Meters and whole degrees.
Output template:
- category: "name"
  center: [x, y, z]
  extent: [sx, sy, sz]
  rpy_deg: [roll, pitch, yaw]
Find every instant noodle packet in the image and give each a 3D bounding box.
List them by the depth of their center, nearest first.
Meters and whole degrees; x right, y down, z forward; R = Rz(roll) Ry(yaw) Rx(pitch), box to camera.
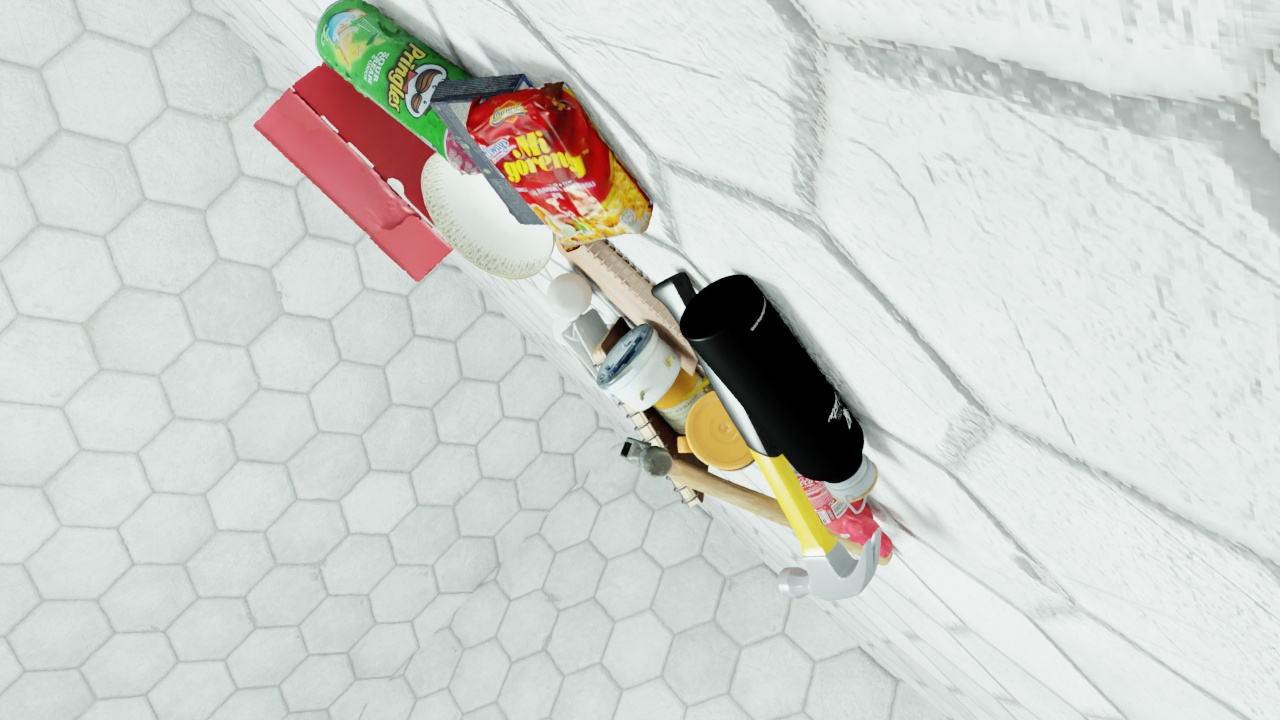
- category: "instant noodle packet"
  center: [-0.057, -0.136, 0.655]
  extent: [0.099, 0.039, 0.135]
  rpy_deg: [4, 144, 43]

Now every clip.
- category: "clip"
  center: [0.077, 0.031, 0.989]
  extent: [0.049, 0.054, 0.044]
  rpy_deg: [7, -133, -59]

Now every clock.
- category: "clock"
  center: [-0.006, 0.006, 0.954]
  extent: [0.057, 0.083, 0.118]
  rpy_deg: [39, 176, -18]

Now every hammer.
- category: "hammer"
  center: [0.103, 0.070, 0.787]
  extent: [0.127, 0.029, 0.323]
  rpy_deg: [-18, 105, 51]
- category: "hammer"
  center: [0.128, 0.153, 0.982]
  extent: [0.330, 0.033, 0.132]
  rpy_deg: [24, 174, -17]

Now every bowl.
- category: "bowl"
  center: [-0.130, -0.152, 0.866]
  extent: [0.145, 0.063, 0.145]
  rpy_deg: [21, 140, 18]

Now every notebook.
- category: "notebook"
  center: [-0.013, -0.073, 0.958]
  extent: [0.210, 0.022, 0.169]
  rpy_deg: [43, 174, 7]
- category: "notebook"
  center: [0.016, 0.061, 1.139]
  extent: [0.225, 0.024, 0.167]
  rpy_deg: [58, -165, -10]

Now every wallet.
- category: "wallet"
  center: [-0.060, -0.017, 1.142]
  extent: [0.086, 0.032, 0.116]
  rpy_deg: [58, -164, -3]

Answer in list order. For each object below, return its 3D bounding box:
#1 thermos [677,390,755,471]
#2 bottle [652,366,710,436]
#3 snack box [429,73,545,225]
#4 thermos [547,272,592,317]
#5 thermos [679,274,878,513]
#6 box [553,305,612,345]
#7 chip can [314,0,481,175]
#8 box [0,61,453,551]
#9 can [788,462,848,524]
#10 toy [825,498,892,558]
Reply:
- category: "thermos"
  center: [0.086, 0.077, 0.973]
  extent: [0.091, 0.076, 0.232]
  rpy_deg: [20, 176, 9]
- category: "bottle"
  center: [0.060, 0.055, 1.108]
  extent: [0.157, 0.067, 0.068]
  rpy_deg: [49, 172, -37]
- category: "snack box"
  center: [-0.092, -0.161, 0.725]
  extent: [0.082, 0.027, 0.150]
  rpy_deg: [5, 152, 27]
- category: "thermos"
  center: [-0.088, -0.079, 1.124]
  extent: [0.052, 0.052, 0.224]
  rpy_deg: [45, 179, -6]
- category: "thermos"
  center: [0.117, 0.036, 0.687]
  extent: [0.231, 0.061, 0.061]
  rpy_deg: [48, 172, -31]
- category: "box"
  center: [-0.063, -0.030, 1.278]
  extent: [0.143, 0.083, 0.137]
  rpy_deg: [38, 174, 1]
- category: "chip can"
  center: [-0.201, -0.245, 0.804]
  extent: [0.223, 0.075, 0.075]
  rpy_deg: [41, 172, 29]
- category: "box"
  center: [-0.359, -0.084, 0.887]
  extent: [0.215, 0.509, 0.141]
  rpy_deg: [45, 158, -19]
- category: "can"
  center: [0.157, 0.107, 0.859]
  extent: [0.064, 0.064, 0.105]
  rpy_deg: [39, 170, 38]
- category: "toy"
  center: [0.206, 0.153, 0.931]
  extent: [0.091, 0.045, 0.135]
  rpy_deg: [37, -178, -26]
